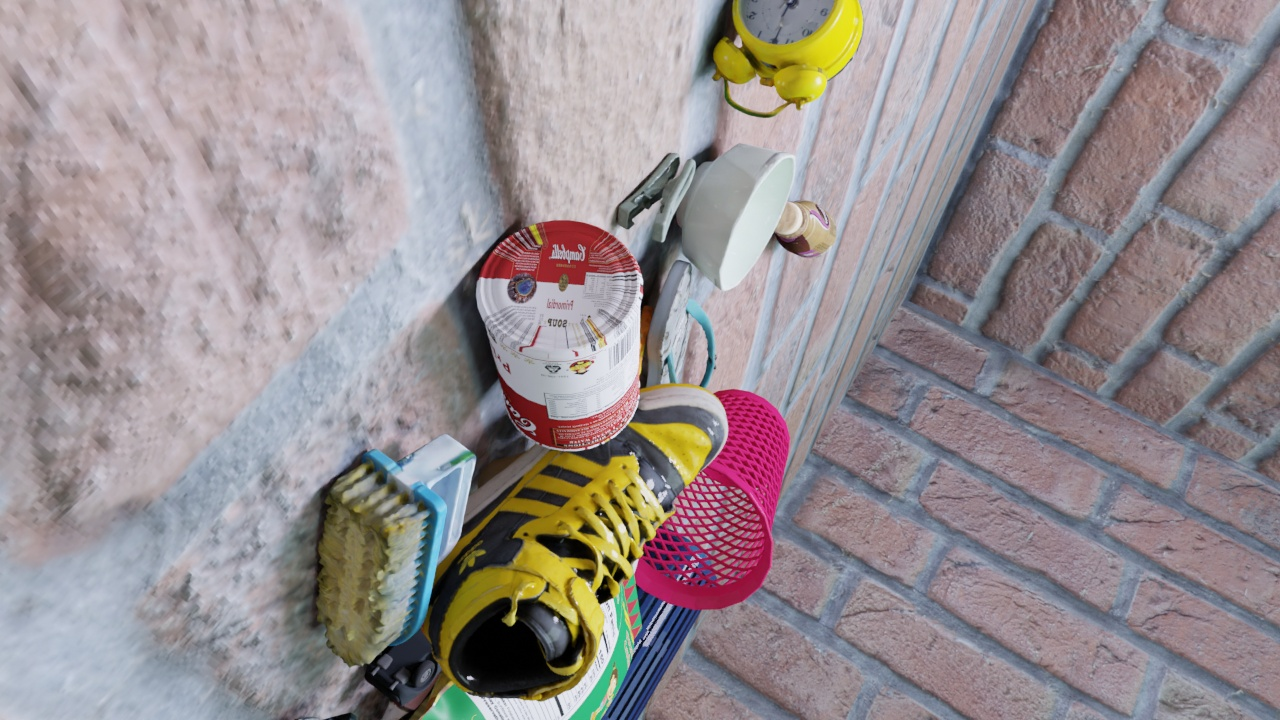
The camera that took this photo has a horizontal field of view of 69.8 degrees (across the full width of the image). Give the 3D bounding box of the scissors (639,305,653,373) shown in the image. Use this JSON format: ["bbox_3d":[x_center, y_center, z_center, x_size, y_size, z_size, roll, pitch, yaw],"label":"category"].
[{"bbox_3d":[-0.006,0.011,0.732,0.125,0.011,0.128,-76,178,-49],"label":"scissors"}]

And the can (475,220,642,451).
[{"bbox_3d":[-0.043,-0.011,0.526,0.086,0.087,0.117,-53,162,-25],"label":"can"}]

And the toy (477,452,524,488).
[{"bbox_3d":[-0.041,0.087,0.677,0.134,0.105,0.108,-17,176,0],"label":"toy"}]

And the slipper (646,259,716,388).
[{"bbox_3d":[0.040,-0.009,0.800,0.269,0.055,0.098,89,19,-68],"label":"slipper"}]

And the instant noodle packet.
[{"bbox_3d":[-0.077,0.250,0.732,0.251,0.090,0.196,-46,143,-38],"label":"instant noodle packet"}]

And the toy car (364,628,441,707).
[{"bbox_3d":[-0.141,0.188,0.641,0.111,0.046,0.034,-45,153,-37],"label":"toy car"}]

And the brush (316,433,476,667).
[{"bbox_3d":[-0.134,0.109,0.510,0.075,0.055,0.136,-33,149,-48],"label":"brush"}]

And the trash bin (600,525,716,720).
[{"bbox_3d":[-0.018,0.322,1.079,0.248,0.139,0.139,-54,162,-28],"label":"trash bin"}]

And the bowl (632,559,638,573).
[{"bbox_3d":[-0.047,0.205,0.876,0.176,0.066,0.176,23,89,-77],"label":"bowl"}]

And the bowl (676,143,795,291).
[{"bbox_3d":[0.068,-0.119,0.721,0.117,0.061,0.118,-53,161,-27],"label":"bowl"}]

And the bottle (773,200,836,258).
[{"bbox_3d":[0.171,-0.145,0.992,0.060,0.060,0.165,-64,162,11],"label":"bottle"}]

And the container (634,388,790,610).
[{"bbox_3d":[0.083,0.135,1.030,0.225,0.183,0.184,-48,161,-59],"label":"container"}]

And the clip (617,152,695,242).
[{"bbox_3d":[0.022,-0.111,0.630,0.078,0.050,0.023,-42,158,-30],"label":"clip"}]

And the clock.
[{"bbox_3d":[0.098,-0.217,0.612,0.119,0.083,0.057,-64,158,4],"label":"clock"}]

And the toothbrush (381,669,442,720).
[{"bbox_3d":[-0.160,0.229,0.689,0.222,0.027,0.026,-55,143,-17],"label":"toothbrush"}]

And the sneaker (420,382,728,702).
[{"bbox_3d":[-0.033,0.110,0.561,0.238,0.122,0.086,-34,123,-3],"label":"sneaker"}]

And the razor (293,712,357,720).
[{"bbox_3d":[-0.221,0.224,0.510,0.043,0.022,0.144,-24,172,22],"label":"razor"}]

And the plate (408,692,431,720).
[{"bbox_3d":[-0.158,0.324,0.808,0.184,0.036,0.185,-48,161,-22],"label":"plate"}]
